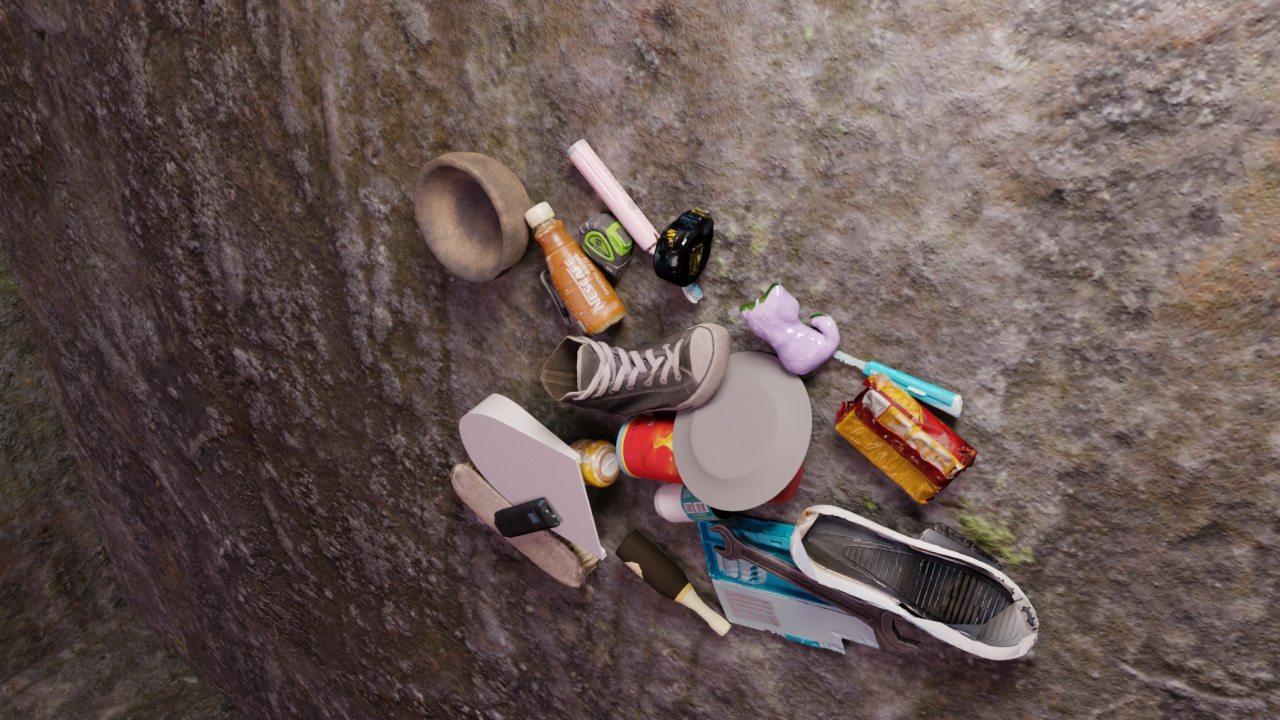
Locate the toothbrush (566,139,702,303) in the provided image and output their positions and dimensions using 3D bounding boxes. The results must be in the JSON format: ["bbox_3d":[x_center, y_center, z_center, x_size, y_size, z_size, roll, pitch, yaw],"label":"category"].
[{"bbox_3d":[-0.004,-0.153,1.024,0.222,0.027,0.027,51,139,1],"label":"toothbrush"}]

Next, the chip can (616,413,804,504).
[{"bbox_3d":[0.078,0.111,1.079,0.214,0.086,0.087,3,118,40],"label":"chip can"}]

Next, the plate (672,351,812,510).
[{"bbox_3d":[0.105,0.074,1.002,0.179,0.012,0.178,-15,65,36],"label":"plate"}]

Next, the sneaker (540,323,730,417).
[{"bbox_3d":[-0.006,0.006,1.044,0.235,0.119,0.095,-11,70,48],"label":"sneaker"}]

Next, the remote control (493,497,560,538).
[{"bbox_3d":[-0.167,0.229,1.311,0.151,0.022,0.047,-26,98,52],"label":"remote control"}]

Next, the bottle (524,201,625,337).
[{"bbox_3d":[-0.082,-0.110,1.092,0.059,0.059,0.167,-27,96,46],"label":"bottle"}]

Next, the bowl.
[{"bbox_3d":[-0.200,-0.182,1.137,0.162,0.070,0.162,21,128,29],"label":"bowl"}]

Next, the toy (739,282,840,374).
[{"bbox_3d":[0.158,-0.035,0.956,0.099,0.036,0.080,50,126,-2],"label":"toy"}]

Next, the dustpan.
[{"bbox_3d":[-0.146,0.144,1.283,0.258,0.053,0.192,22,138,36],"label":"dustpan"}]

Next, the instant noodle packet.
[{"bbox_3d":[0.263,0.078,0.928,0.135,0.039,0.099,42,146,12],"label":"instant noodle packet"}]

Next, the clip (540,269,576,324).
[{"bbox_3d":[-0.097,-0.082,1.150,0.037,0.023,0.075,-8,112,41],"label":"clip"}]

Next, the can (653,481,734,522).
[{"bbox_3d":[0.068,0.174,1.147,0.102,0.054,0.055,-13,107,44],"label":"can"}]

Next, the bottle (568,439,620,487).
[{"bbox_3d":[-0.077,0.137,1.242,0.109,0.063,0.063,1,116,46],"label":"bottle"}]

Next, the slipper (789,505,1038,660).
[{"bbox_3d":[0.293,0.225,0.981,0.264,0.063,0.111,18,115,19],"label":"slipper"}]

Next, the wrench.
[{"bbox_3d":[0.198,0.261,1.074,0.273,0.010,0.070,23,131,27],"label":"wrench"}]

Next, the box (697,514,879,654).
[{"bbox_3d":[0.185,0.284,1.132,0.227,0.039,0.182,6,121,38],"label":"box"}]

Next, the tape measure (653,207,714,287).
[{"bbox_3d":[0.046,-0.116,0.974,0.042,0.071,0.072,25,135,22],"label":"tape measure"}]

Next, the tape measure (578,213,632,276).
[{"bbox_3d":[-0.037,-0.139,1.055,0.065,0.035,0.059,38,144,10],"label":"tape measure"}]

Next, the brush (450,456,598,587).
[{"bbox_3d":[-0.180,0.241,1.398,0.271,0.056,0.083,36,130,17],"label":"brush"}]

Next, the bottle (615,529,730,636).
[{"bbox_3d":[0.048,0.308,1.256,0.184,0.045,0.045,39,135,14],"label":"bottle"}]

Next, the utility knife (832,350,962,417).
[{"bbox_3d":[0.256,0.020,0.923,0.141,0.015,0.022,24,126,30],"label":"utility knife"}]
